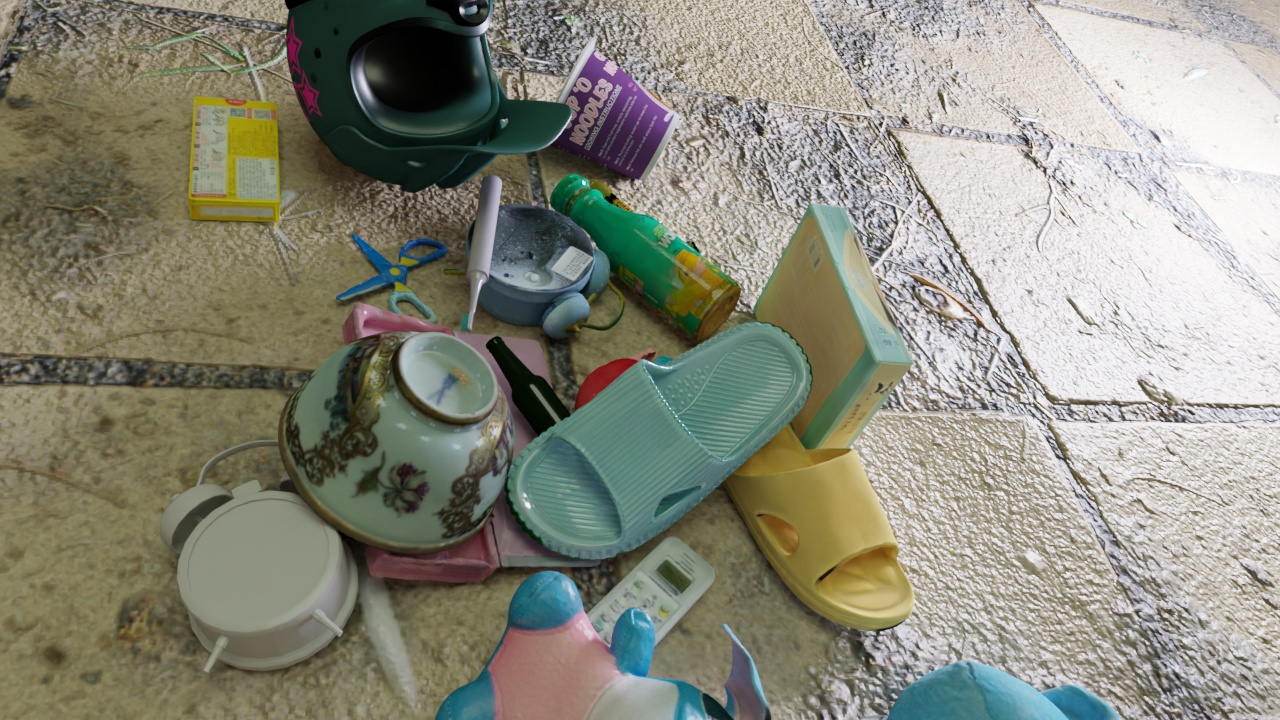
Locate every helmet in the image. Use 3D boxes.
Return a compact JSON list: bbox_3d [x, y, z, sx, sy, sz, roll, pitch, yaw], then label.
[{"bbox_3d":[-0.200,-0.254,0.839,0.275,0.200,0.176,7,34,44],"label":"helmet"}]

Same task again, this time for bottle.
[{"bbox_3d":[-0.085,0.030,0.738,0.032,0.033,0.123,-26,69,-36],"label":"bottle"},{"bbox_3d":[-0.001,-0.107,0.894,0.210,0.068,0.067,40,48,17],"label":"bottle"}]

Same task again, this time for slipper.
[{"bbox_3d":[0.129,0.099,0.752,0.099,0.079,0.263,-16,55,-30],"label":"slipper"},{"bbox_3d":[0.028,0.052,0.695,0.275,0.070,0.116,-32,87,-22],"label":"slipper"}]

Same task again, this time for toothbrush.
[{"bbox_3d":[-0.137,-0.094,0.785,0.019,0.018,0.187,5,48,-6],"label":"toothbrush"}]

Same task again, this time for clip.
[{"bbox_3d":[0.001,0.010,0.825,0.045,0.023,0.059,34,41,13],"label":"clip"}]

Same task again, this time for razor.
[{"bbox_3d":[-0.003,-0.144,0.959,0.044,0.021,0.144,-40,71,-21],"label":"razor"}]

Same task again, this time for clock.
[{"bbox_3d":[-0.245,0.123,0.599,0.119,0.061,0.159,-12,55,-17],"label":"clock"},{"bbox_3d":[-0.089,-0.080,0.843,0.162,0.060,0.117,28,46,4],"label":"clock"}]

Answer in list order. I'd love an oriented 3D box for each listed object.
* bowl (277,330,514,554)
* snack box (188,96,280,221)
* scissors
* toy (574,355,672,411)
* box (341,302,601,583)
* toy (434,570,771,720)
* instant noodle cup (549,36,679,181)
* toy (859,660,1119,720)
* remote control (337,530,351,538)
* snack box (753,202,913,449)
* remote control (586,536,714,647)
[{"bbox_3d":[-0.148,0.037,0.617,0.160,0.094,0.159,25,38,-22],"label":"bowl"},{"bbox_3d":[-0.379,-0.190,0.858,0.075,0.025,0.152,-1,51,-22],"label":"snack box"},{"bbox_3d":[-0.219,-0.075,0.826,0.126,0.013,0.125,41,47,20],"label":"scissors"},{"bbox_3d":[0.006,0.035,0.768,0.132,0.062,0.092,-17,60,-19],"label":"toy"},{"bbox_3d":[-0.137,0.064,0.715,0.179,0.040,0.232,12,44,-33],"label":"box"},{"bbox_3d":[-0.030,0.240,0.557,0.191,0.099,0.223,32,65,14],"label":"toy"},{"bbox_3d":[-0.027,-0.266,1.001,0.122,0.122,0.136,28,72,-8],"label":"instant noodle cup"},{"bbox_3d":[0.240,0.287,0.606,0.183,0.115,0.180,-9,31,1],"label":"toy"},{"bbox_3d":[-0.216,0.073,0.691,0.058,0.013,0.133,2,49,-19],"label":"remote control"},{"bbox_3d":[0.165,-0.026,0.831,0.044,0.142,0.193,3,49,-18],"label":"snack box"},{"bbox_3d":[0.000,0.182,0.666,0.050,0.022,0.133,39,48,16],"label":"remote control"}]
